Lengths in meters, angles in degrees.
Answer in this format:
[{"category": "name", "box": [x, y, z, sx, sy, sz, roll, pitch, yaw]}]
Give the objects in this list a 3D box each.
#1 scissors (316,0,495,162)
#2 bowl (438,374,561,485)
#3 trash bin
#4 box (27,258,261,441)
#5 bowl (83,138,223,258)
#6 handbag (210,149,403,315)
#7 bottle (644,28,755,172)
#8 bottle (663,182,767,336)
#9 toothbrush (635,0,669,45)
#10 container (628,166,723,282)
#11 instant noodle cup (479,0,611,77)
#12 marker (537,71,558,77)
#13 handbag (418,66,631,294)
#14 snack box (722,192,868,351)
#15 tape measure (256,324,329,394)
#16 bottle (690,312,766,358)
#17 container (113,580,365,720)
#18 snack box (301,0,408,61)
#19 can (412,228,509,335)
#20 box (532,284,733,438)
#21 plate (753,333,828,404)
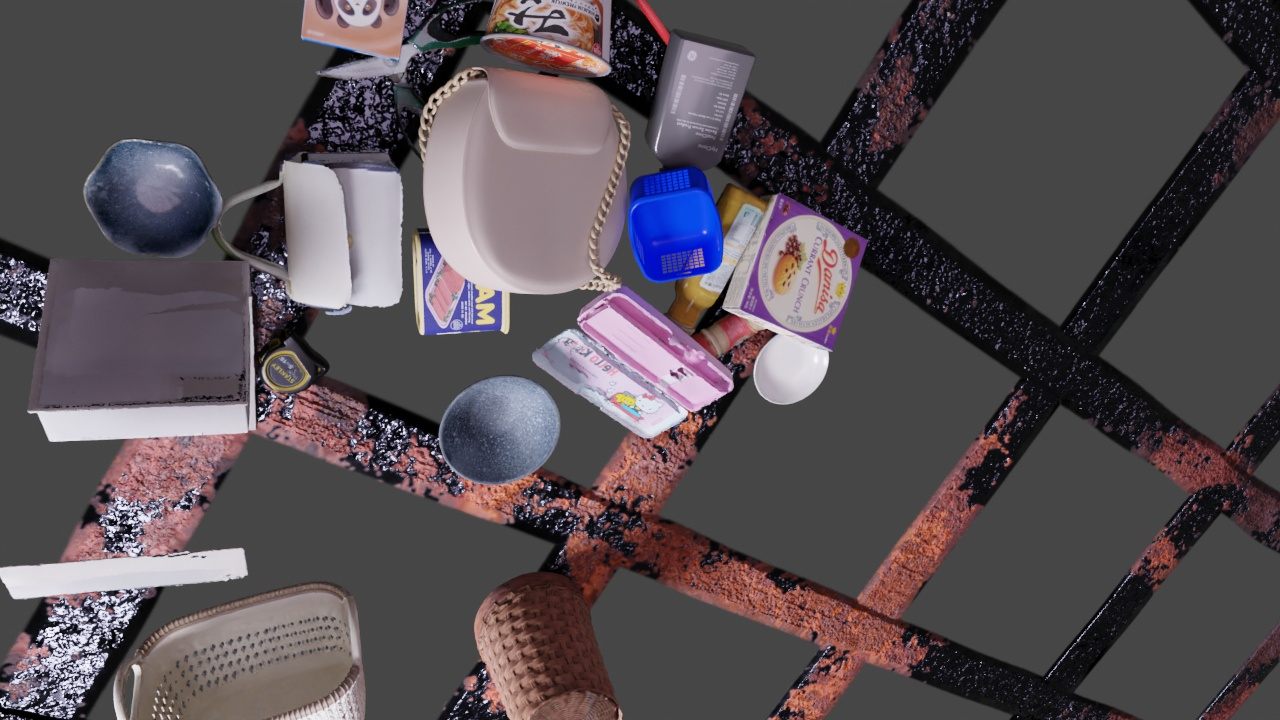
[{"category": "scissors", "box": [-0.204, -0.264, 0.898, 0.201, 0.015, 0.203, -16, 119, -13]}, {"category": "bowl", "box": [-0.163, 0.068, 1.041, 0.137, 0.057, 0.137, -8, 116, -17]}, {"category": "trash bin", "box": [-0.110, 0.379, 1.116, 0.151, 0.210, 0.151, -8, 116, -17]}, {"category": "box", "box": [-0.489, 0.016, 0.958, 0.167, 0.423, 0.173, -1, 80, -21]}, {"category": "bowl", "box": [-0.440, -0.152, 0.836, 0.110, 0.055, 0.110, -8, 117, -17]}, {"category": "handbag", "box": [-0.320, -0.124, 0.885, 0.175, 0.074, 0.151, -1, 114, -19]}, {"category": "bottle", "box": [0.052, -0.251, 0.973, 0.083, 0.046, 0.174, 7, 119, -18]}, {"category": "bottle", "box": [0.079, -0.109, 1.053, 0.053, 0.053, 0.186, 21, 105, -27]}, {"category": "toothbrush", "box": [0.010, -0.361, 0.934, 0.018, 0.012, 0.212, -42, 121, 2]}, {"category": "container", "box": [0.037, -0.147, 0.977, 0.096, 0.058, 0.114, -10, 136, 6]}, {"category": "instant noodle cup", "box": [-0.077, -0.342, 0.851, 0.123, 0.124, 0.122, 8, 95, -24]}, {"category": "marker", "box": [-0.125, -0.247, 0.936, 0.139, 0.016, 0.022, -53, 142, 9]}, {"category": "handbag", "box": [-0.100, -0.168, 0.883, 0.210, 0.103, 0.208, -10, 103, -47]}, {"category": "snack box", "box": [0.184, -0.102, 1.079, 0.148, 0.041, 0.143, 21, 85, -27]}, {"category": "tape measure", "box": [-0.364, 0.003, 0.948, 0.061, 0.034, 0.062, -37, 126, -6]}, {"category": "bottle", "box": [0.102, -0.031, 1.104, 0.109, 0.044, 0.044, -31, 120, -5]}, {"category": "container", "box": [-0.423, 0.362, 1.015, 0.246, 0.184, 0.143, -13, 128, -13]}, {"category": "snack box", "box": [-0.249, -0.354, 0.820, 0.087, 0.034, 0.151, 7, 105, -21]}, {"category": "can", "box": [-0.188, -0.084, 0.962, 0.092, 0.056, 0.116, -4, 115, -18]}, {"category": "box", "box": [-0.006, 0.006, 1.065, 0.153, 0.038, 0.201, -31, 126, 33]}, {"category": "plate", "box": [0.186, 0.003, 1.161, 0.104, 0.026, 0.104, -8, 115, -17]}]
